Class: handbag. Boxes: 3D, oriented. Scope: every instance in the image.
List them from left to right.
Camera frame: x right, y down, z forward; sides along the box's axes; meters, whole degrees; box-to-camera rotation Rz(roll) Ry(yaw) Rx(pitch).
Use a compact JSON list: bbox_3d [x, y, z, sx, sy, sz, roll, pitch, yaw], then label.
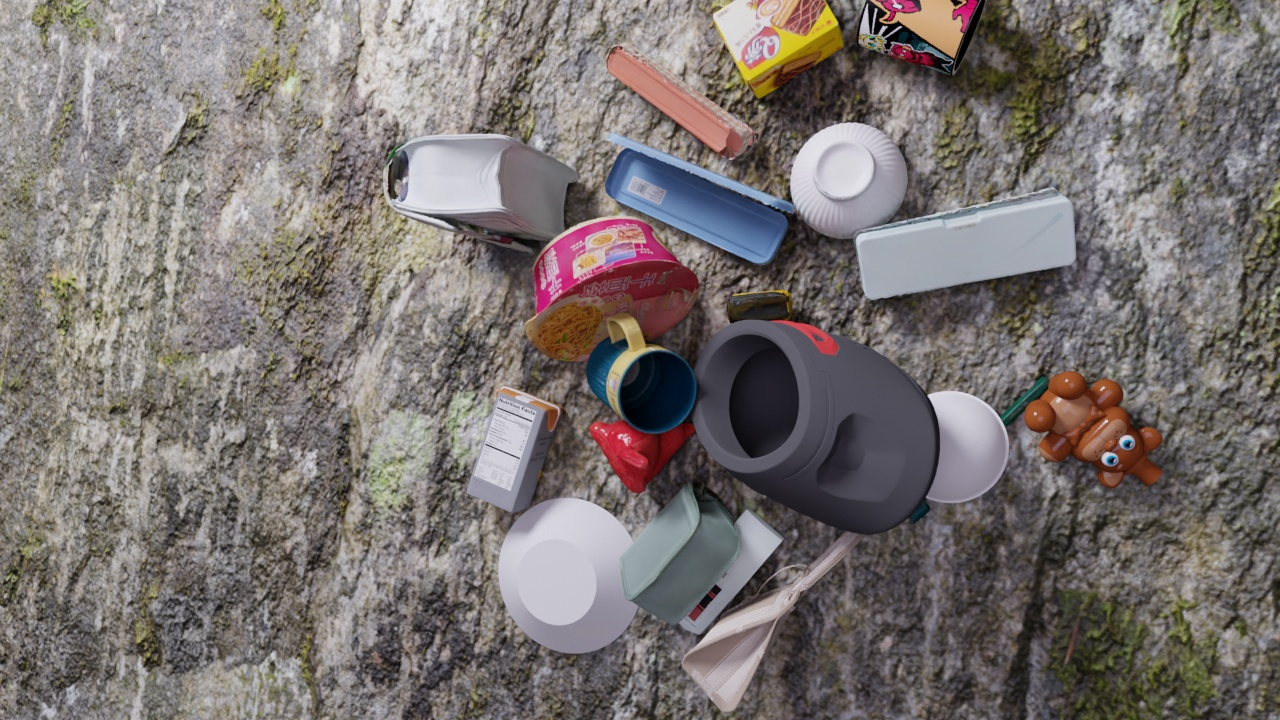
[{"bbox_3d":[-0.161,-0.170,0.965,0.142,0.198,0.096,2,91,18],"label":"handbag"},{"bbox_3d":[0.041,0.197,0.944,0.067,0.106,0.122,35,102,-19],"label":"handbag"},{"bbox_3d":[0.145,0.224,0.873,0.198,0.175,0.062,-46,76,9],"label":"handbag"}]

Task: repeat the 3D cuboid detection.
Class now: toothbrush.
[{"bbox_3d":[0.329,0.089,0.896,0.190,0.016,0.017,-48,58,11],"label":"toothbrush"}]

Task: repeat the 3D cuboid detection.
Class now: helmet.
[{"bbox_3d":[0.176,0.061,0.858,0.265,0.169,0.164,40,110,57],"label":"helmet"}]

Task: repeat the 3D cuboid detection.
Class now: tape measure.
[{"bbox_3d":[0.123,-0.051,0.941,0.066,0.064,0.037,-4,95,9],"label":"tape measure"}]

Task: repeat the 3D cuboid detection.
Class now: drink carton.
[{"bbox_3d":[-0.141,0.099,1.029,0.076,0.048,0.125,20,95,17],"label":"drink carton"}]

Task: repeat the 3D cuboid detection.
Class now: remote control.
[{"bbox_3d":[0.085,0.226,0.968,0.049,0.024,0.143,41,101,14],"label":"remote control"}]

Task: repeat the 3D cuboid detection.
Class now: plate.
[{"bbox_3d":[-0.086,0.241,1.016,0.174,0.036,0.174,0,89,18],"label":"plate"}]

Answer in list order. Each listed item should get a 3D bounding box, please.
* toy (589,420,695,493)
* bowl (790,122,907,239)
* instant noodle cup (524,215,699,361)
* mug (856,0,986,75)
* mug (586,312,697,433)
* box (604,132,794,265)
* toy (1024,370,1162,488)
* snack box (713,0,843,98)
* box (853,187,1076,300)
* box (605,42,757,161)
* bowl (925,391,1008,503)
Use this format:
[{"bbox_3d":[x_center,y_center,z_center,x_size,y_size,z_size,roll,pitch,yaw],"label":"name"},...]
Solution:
[{"bbox_3d":[0.004,0.079,0.948,0.094,0.133,0.088,-38,88,4],"label":"toy"},{"bbox_3d":[0.205,-0.185,0.918,0.118,0.062,0.118,0,89,17],"label":"bowl"},{"bbox_3d":[-0.036,-0.078,0.947,0.179,0.178,0.077,-28,64,15],"label":"instant noodle cup"},{"bbox_3d":[0.281,-0.346,0.895,0.098,0.082,0.117,25,69,17],"label":"mug"},{"bbox_3d":[-0.005,0.005,0.919,0.083,0.107,0.114,-22,109,-14],"label":"mug"},{"bbox_3d":[0.053,-0.169,0.965,0.209,0.077,0.074,26,100,17],"label":"box"},{"bbox_3d":[0.421,0.069,0.845,0.127,0.065,0.095,40,107,9],"label":"toy"},{"bbox_3d":[0.141,-0.338,0.942,0.106,0.061,0.083,-29,81,15],"label":"snack box"},{"bbox_3d":[0.311,-0.107,0.885,0.199,0.066,0.083,-12,87,13],"label":"box"},{"bbox_3d":[0.045,-0.277,0.992,0.188,0.062,0.058,41,126,12],"label":"box"},{"bbox_3d":[0.293,0.081,0.882,0.110,0.040,0.109,-6,76,26],"label":"bowl"}]
